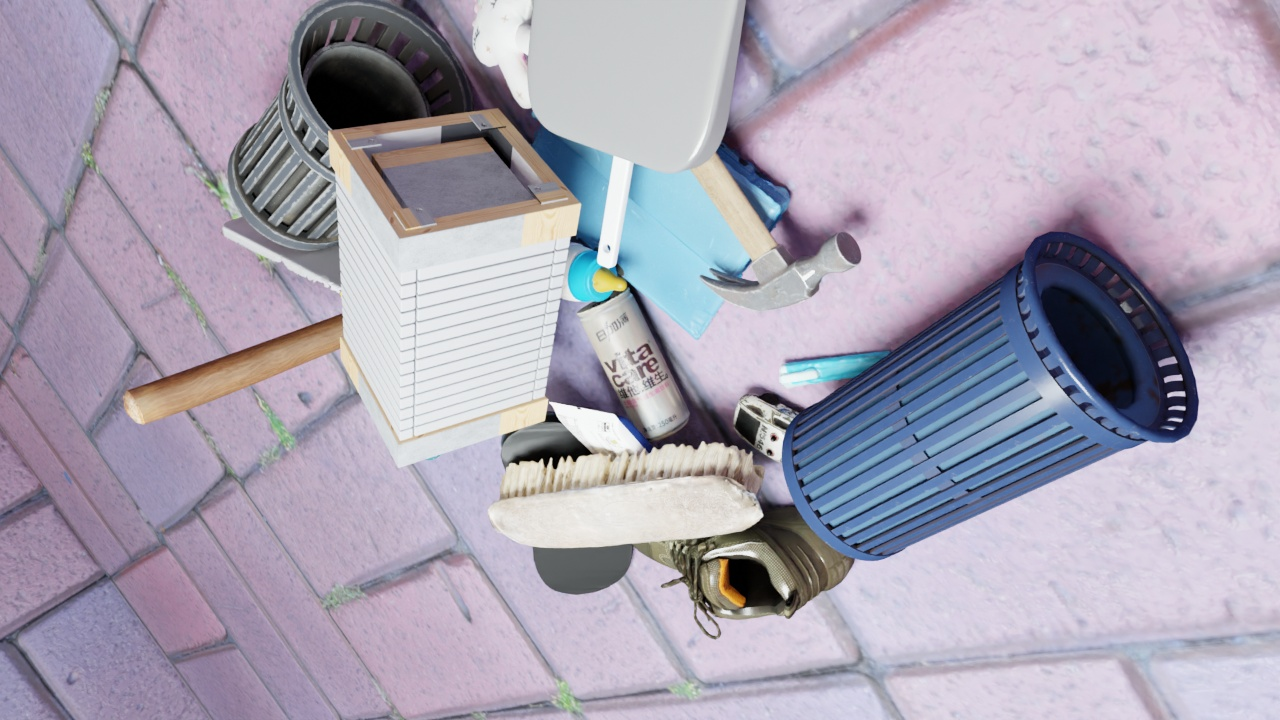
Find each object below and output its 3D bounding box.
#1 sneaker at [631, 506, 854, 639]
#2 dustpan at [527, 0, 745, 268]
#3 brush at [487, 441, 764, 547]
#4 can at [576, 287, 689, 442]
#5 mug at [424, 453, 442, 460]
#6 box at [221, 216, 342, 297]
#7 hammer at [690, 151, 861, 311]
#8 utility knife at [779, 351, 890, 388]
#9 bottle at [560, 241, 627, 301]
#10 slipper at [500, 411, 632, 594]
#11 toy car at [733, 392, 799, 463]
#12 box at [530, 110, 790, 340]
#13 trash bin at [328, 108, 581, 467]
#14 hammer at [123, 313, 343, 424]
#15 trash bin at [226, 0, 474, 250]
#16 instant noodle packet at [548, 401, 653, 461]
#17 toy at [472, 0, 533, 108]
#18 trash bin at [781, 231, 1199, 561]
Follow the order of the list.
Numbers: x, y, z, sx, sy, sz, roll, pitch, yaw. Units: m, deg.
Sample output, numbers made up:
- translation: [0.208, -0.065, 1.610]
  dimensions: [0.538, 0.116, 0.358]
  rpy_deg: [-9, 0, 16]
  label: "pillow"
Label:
- translation: [0.062, 0.194, 0.837]
  dimensions: [0.238, 0.142, 0.101]
  rpy_deg: [2, 117, 39]
  label: "sneaker"
- translation: [-0.012, -0.184, 0.663]
  dimensions: [0.163, 0.033, 0.258]
  rpy_deg: [26, 121, 25]
  label: "dustpan"
- translation: [-0.018, 0.124, 0.819]
  dimensions: [0.272, 0.056, 0.083]
  rpy_deg: [-11, 130, 29]
  label: "brush"
- translation: [-0.005, 0.005, 0.836]
  dimensions: [0.054, 0.054, 0.135]
  rpy_deg: [-15, 106, 43]
  label: "can"
- translation: [-0.199, 0.040, 0.979]
  dimensions: [0.083, 0.107, 0.114]
  rpy_deg: [52, 135, 3]
  label: "mug"
- translation: [-0.331, -0.116, 0.974]
  dimensions: [0.210, 0.129, 0.034]
  rpy_deg: [26, 118, 24]
  label: "box"
- translation: [0.023, -0.177, 0.668]
  dimensions: [0.120, 0.030, 0.331]
  rpy_deg: [-31, 97, 46]
  label: "hammer"
- translation: [0.162, 0.007, 0.732]
  dimensions: [0.117, 0.015, 0.022]
  rpy_deg: [-8, 114, 39]
  label: "utility knife"
- translation: [-0.064, -0.080, 0.819]
  dimensions: [0.146, 0.051, 0.051]
  rpy_deg: [18, 127, 42]
  label: "bottle"
- translation: [-0.078, 0.140, 0.971]
  dimensions: [0.109, 0.083, 0.266]
  rpy_deg: [-14, 127, 1]
  label: "slipper"
- translation: [0.128, 0.068, 0.778]
  dimensions: [0.113, 0.040, 0.049]
  rpy_deg: [27, 131, 23]
  label: "toy car"
- translation: [-0.003, -0.140, 0.764]
  dimensions: [0.231, 0.033, 0.175]
  rpy_deg: [41, 137, 12]
  label: "box"
- translation: [-0.163, -0.060, 0.776]
  dimensions: [0.142, 0.142, 0.248]
  rpy_deg: [52, 144, 33]
  label: "trash bin"
- translation: [-0.381, -0.009, 0.957]
  dimensions: [0.158, 0.299, 0.037]
  rpy_deg: [28, 131, 39]
  label: "hammer"
- translation: [-0.285, -0.205, 0.862]
  dimensions: [0.228, 0.163, 0.164]
  rpy_deg: [-22, 101, 48]
  label: "trash bin"
- translation: [-0.019, 0.084, 0.851]
  dimensions: [0.087, 0.026, 0.134]
  rpy_deg: [8, 147, 44]
  label: "instant noodle packet"
- translation: [-0.109, -0.270, 0.744]
  dimensions: [0.076, 0.037, 0.125]
  rpy_deg: [-48, 64, 40]
  label: "toy"
- translation: [0.215, 0.041, 0.624]
  dimensions: [0.139, 0.138, 0.250]
  rpy_deg: [50, 137, 3]
  label: "trash bin"
